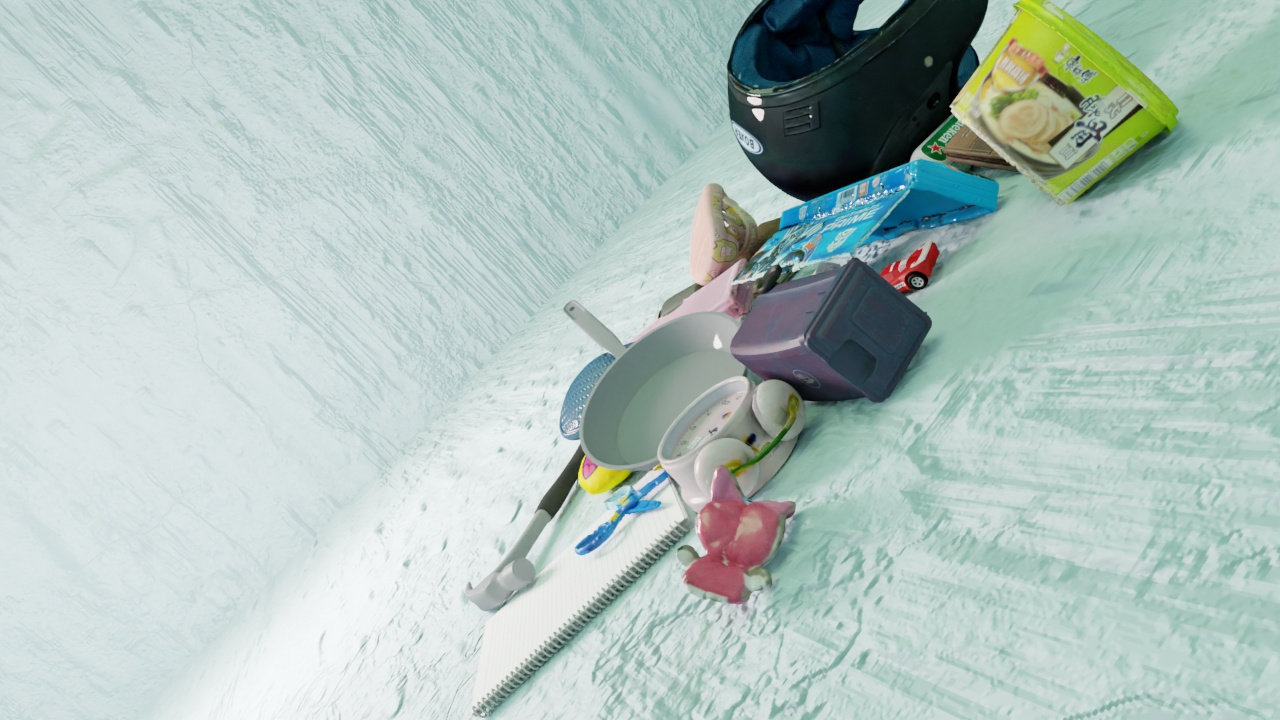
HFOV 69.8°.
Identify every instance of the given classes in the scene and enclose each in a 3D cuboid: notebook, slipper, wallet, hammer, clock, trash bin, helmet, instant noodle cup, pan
[{"bbox_3d":[0.181,-0.153,1.201,0.190,0.034,0.216,-46,13,-13],"label":"notebook"},{"bbox_3d":[0.109,-0.160,1.188,0.196,0.081,0.093,-88,13,-58],"label":"slipper"},{"bbox_3d":[-0.006,0.027,1.050,0.214,0.059,0.103,-27,46,23],"label":"slipper"},{"bbox_3d":[-0.057,0.200,0.840,0.245,0.013,0.178,-43,10,3],"label":"notebook"},{"bbox_3d":[0.355,-0.228,0.856,0.121,0.027,0.099,-47,31,-3],"label":"wallet"},{"bbox_3d":[-0.104,0.166,1.055,0.125,0.029,0.309,-39,11,38],"label":"hammer"},{"bbox_3d":[0.076,0.067,0.746,0.116,0.059,0.158,-47,13,-15],"label":"clock"},{"bbox_3d":[0.148,-0.022,0.737,0.092,0.094,0.161,-56,13,-12],"label":"trash bin"},{"bbox_3d":[0.254,-0.314,1.018,0.316,0.236,0.249,-43,43,6],"label":"helmet"},{"bbox_3d":[0.308,-0.189,0.685,0.098,0.146,0.146,-50,9,25],"label":"instant noodle cup"},{"bbox_3d":[-0.006,0.006,0.984,0.200,0.051,0.356,-44,31,-4],"label":"pan"}]

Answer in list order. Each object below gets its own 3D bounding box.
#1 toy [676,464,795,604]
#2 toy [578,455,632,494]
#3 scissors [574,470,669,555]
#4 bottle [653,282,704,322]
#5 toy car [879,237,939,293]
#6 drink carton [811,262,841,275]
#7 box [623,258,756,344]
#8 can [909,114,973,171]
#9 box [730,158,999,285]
[{"bbox_3d":[0.061,0.127,0.619,0.050,0.065,0.102,102,-166,-47],"label":"toy"},{"bbox_3d":[-0.030,0.106,0.993,0.096,0.041,0.094,-19,31,56],"label":"toy"},{"bbox_3d":[-0.012,0.136,0.860,0.125,0.015,0.127,-39,13,3],"label":"scissors"},{"bbox_3d":[0.065,-0.064,1.213,0.109,0.060,0.060,-26,21,53],"label":"bottle"},{"bbox_3d":[0.224,-0.072,0.811,0.090,0.025,0.038,-31,18,46],"label":"toy car"},{"bbox_3d":[0.157,-0.052,0.956,0.122,0.039,0.069,-40,12,46],"label":"drink carton"},{"bbox_3d":[0.040,-0.008,1.096,0.233,0.039,0.178,-35,26,37],"label":"box"},{"bbox_3d":[0.320,-0.217,0.927,0.101,0.053,0.053,-44,12,-3],"label":"can"},{"bbox_3d":[0.196,-0.136,0.882,0.170,0.071,0.244,-19,4,-19],"label":"box"}]
